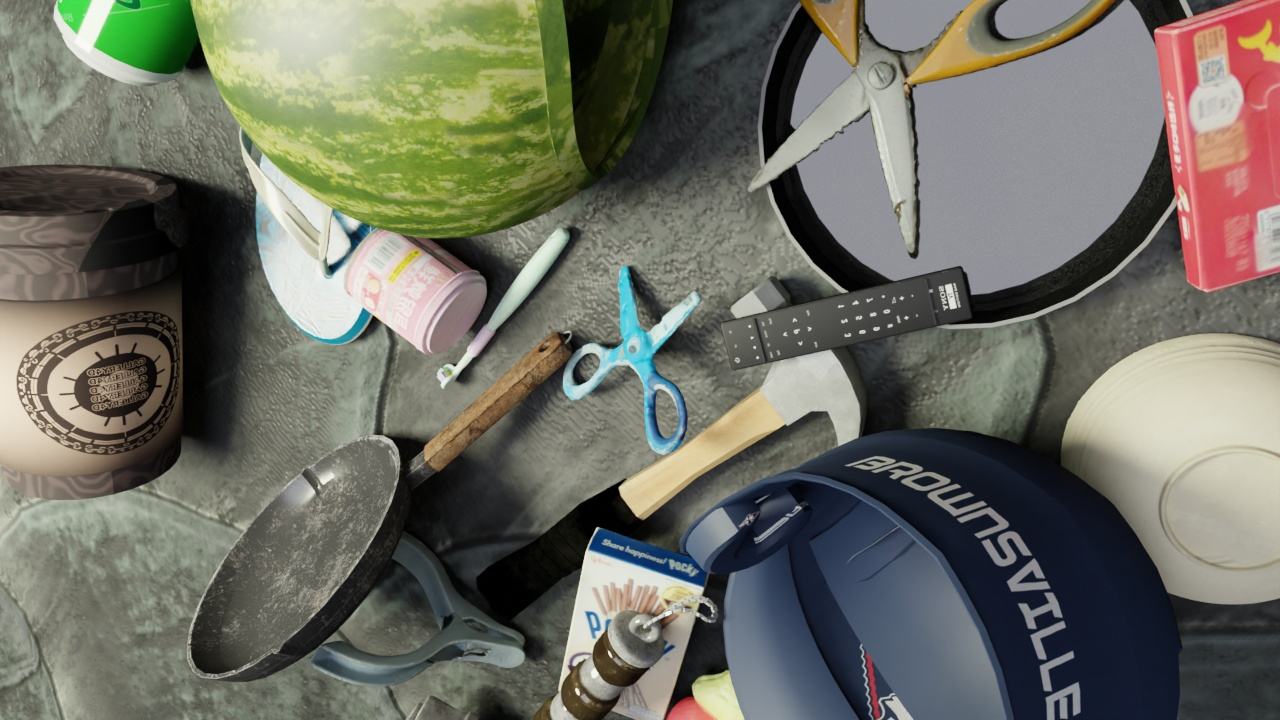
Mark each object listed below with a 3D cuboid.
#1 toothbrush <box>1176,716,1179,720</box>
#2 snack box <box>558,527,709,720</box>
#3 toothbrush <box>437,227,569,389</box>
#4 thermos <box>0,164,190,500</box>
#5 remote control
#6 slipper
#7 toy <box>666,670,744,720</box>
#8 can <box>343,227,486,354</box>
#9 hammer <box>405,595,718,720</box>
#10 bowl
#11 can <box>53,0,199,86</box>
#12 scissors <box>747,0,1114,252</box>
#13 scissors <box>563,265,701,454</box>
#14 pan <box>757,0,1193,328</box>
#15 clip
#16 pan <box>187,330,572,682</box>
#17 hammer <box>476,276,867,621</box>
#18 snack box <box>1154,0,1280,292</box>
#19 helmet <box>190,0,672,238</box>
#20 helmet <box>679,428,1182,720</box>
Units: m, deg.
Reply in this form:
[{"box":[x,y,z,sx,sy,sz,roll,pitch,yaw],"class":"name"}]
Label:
[{"box":[0.268,0.171,0.466,0.010,0.181,0.010,27,109,3],"class":"toothbrush"},{"box":[-0.007,0.189,0.639,0.082,0.026,0.150,17,123,8],"class":"snack box"},{"box":[-0.098,-0.036,0.649,0.015,0.022,0.155,30,117,-28],"class":"toothbrush"},{"box":[-0.437,-0.022,0.711,0.173,0.172,0.226,14,114,18],"class":"thermos"},{"box":[0.116,-0.023,0.529,0.140,0.009,0.030,-13,99,18],"class":"remote control"},{"box":[-0.234,-0.152,0.651,0.118,0.060,0.295,19,110,20],"class":"slipper"},{"box":[0.058,0.278,0.650,0.092,0.045,0.135,30,106,14],"class":"toy"},{"box":[-0.155,-0.050,0.639,0.076,0.067,0.067,35,113,10],"class":"can"},{"box":[-0.061,0.260,0.643,0.177,0.079,0.327,33,119,-3],"class":"hammer"},{"box":[0.306,0.066,0.482,0.151,0.075,0.151,5,105,20],"class":"bowl"},{"box":[-0.345,-0.272,0.647,0.088,0.087,0.140,45,115,6],"class":"can"},{"box":[0.142,-0.172,0.482,0.230,0.016,0.225,-13,98,26],"class":"scissors"},{"box":[-0.003,0.004,0.595,0.134,0.011,0.140,-40,56,32],"class":"scissors"},{"box":[0.221,-0.172,0.477,0.225,0.034,0.357,48,115,5],"class":"pan"},{"box":[-0.181,0.182,0.689,0.165,0.164,0.032,48,120,25],"class":"clip"},{"box":[-0.181,0.097,0.659,0.357,0.207,0.040,-36,120,7],"class":"pan"},{"box":[0.007,0.088,0.628,0.329,0.039,0.131,-38,89,26],"class":"hammer"},{"box":[0.305,-0.108,0.441,0.089,0.021,0.133,-17,109,8],"class":"snack box"},{"box":[-0.123,-0.188,0.510,0.247,0.212,0.244,17,128,14],"class":"helmet"},{"box":[0.149,0.163,0.493,0.232,0.222,0.273,55,129,34],"class":"helmet"}]
